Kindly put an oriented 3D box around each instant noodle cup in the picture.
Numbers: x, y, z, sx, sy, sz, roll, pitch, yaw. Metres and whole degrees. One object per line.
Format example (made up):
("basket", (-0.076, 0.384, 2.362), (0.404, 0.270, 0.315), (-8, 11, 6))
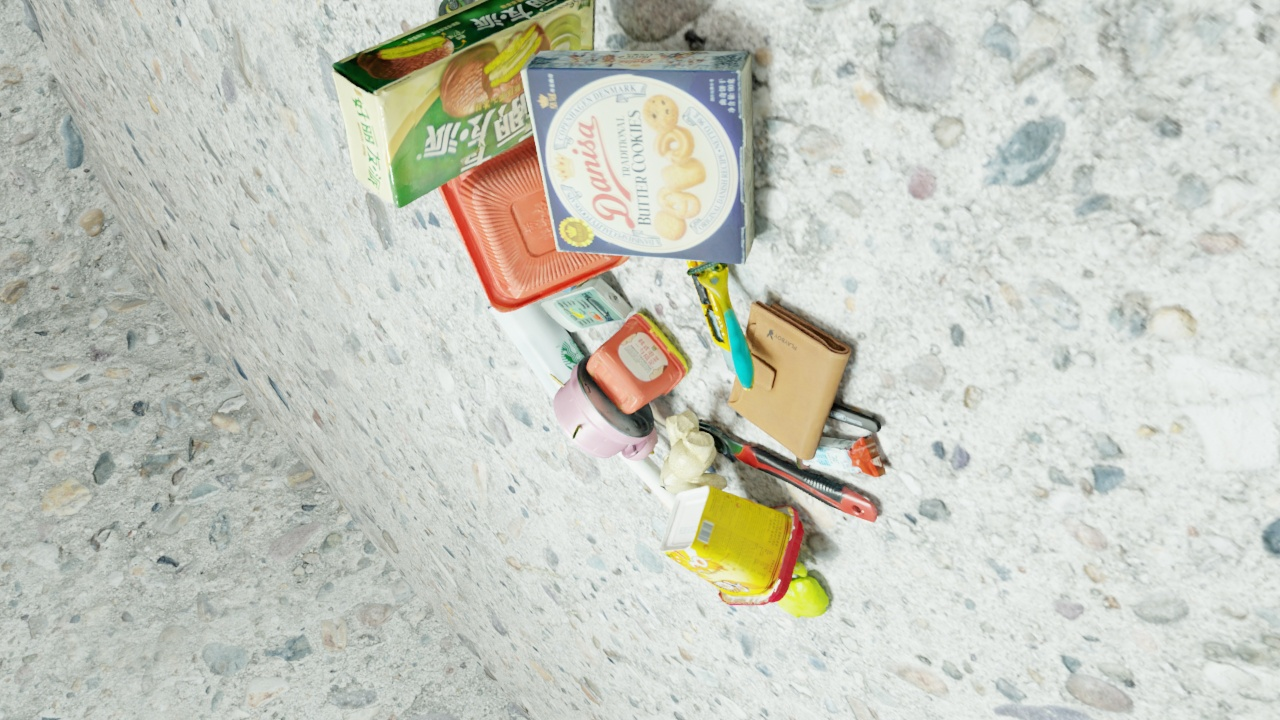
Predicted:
("instant noodle cup", (0.097, 0.201, 1.020), (0.123, 0.115, 0.116), (28, 156, -18))
("instant noodle cup", (-0.100, -0.148, 0.905), (0.189, 0.164, 0.079), (68, 171, -24))

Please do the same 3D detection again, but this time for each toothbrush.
("toothbrush", (-0.003, 0.123, 1.128), (0.221, 0.026, 0.026), (45, 109, 5))

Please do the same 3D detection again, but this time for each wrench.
("wrench", (0.140, 0.117, 1.002), (0.274, 0.016, 0.056), (19, 139, 45))

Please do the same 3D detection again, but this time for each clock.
("clock", (-0.033, 0.062, 1.080), (0.060, 0.158, 0.117), (-43, 52, 26))

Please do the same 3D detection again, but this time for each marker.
("marker", (0.176, 0.046, 0.880), (0.124, 0.015, 0.018), (20, 138, 43))

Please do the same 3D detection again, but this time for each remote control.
("remote control", (-0.067, -0.063, 1.081), (0.056, 0.019, 0.135), (43, 154, -22))

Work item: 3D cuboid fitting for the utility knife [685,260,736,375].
("utility knife", (0.070, -0.059, 0.914), (0.033, 0.015, 0.190), (12, 131, 49))

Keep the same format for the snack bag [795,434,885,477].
("snack bag", (0.189, 0.090, 0.897), (0.104, 0.026, 0.048), (-1, 115, 55))

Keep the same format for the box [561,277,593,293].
("box", (-0.105, -0.167, 0.997), (0.090, 0.063, 0.184), (15, 135, 46))

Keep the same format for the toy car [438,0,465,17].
("toy car", (-0.176, -0.331, 0.947), (0.091, 0.036, 0.043), (55, 151, -7))

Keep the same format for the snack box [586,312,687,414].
("snack box", (-0.006, 0.006, 1.024), (0.091, 0.080, 0.082), (50, 149, 7))

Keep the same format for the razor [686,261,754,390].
("razor", (0.084, -0.034, 0.863), (0.043, 0.028, 0.132), (-22, 78, 20))

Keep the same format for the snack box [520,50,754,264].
("snack box", (0.004, -0.171, 0.783), (0.183, 0.045, 0.178), (5, 133, 14))

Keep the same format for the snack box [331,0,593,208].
("snack box", (-0.144, -0.240, 0.798), (0.063, 0.239, 0.115), (36, 145, 24))

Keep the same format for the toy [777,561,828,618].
("toy", (0.180, 0.267, 1.075), (0.100, 0.031, 0.097), (33, 141, 2))

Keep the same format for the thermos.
("thermos", (-0.102, 0.004, 1.170), (0.224, 0.073, 0.073), (55, 150, -5))

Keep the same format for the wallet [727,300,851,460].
("wallet", (0.137, 0.018, 0.871), (0.108, 0.031, 0.132), (36, 135, 29))

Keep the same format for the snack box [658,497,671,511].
("snack box", (0.093, 0.203, 1.147), (0.157, 0.026, 0.085), (43, 148, 16))

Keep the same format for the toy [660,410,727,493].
("toy", (0.054, 0.107, 1.029), (0.105, 0.066, 0.157), (47, 159, 19))
